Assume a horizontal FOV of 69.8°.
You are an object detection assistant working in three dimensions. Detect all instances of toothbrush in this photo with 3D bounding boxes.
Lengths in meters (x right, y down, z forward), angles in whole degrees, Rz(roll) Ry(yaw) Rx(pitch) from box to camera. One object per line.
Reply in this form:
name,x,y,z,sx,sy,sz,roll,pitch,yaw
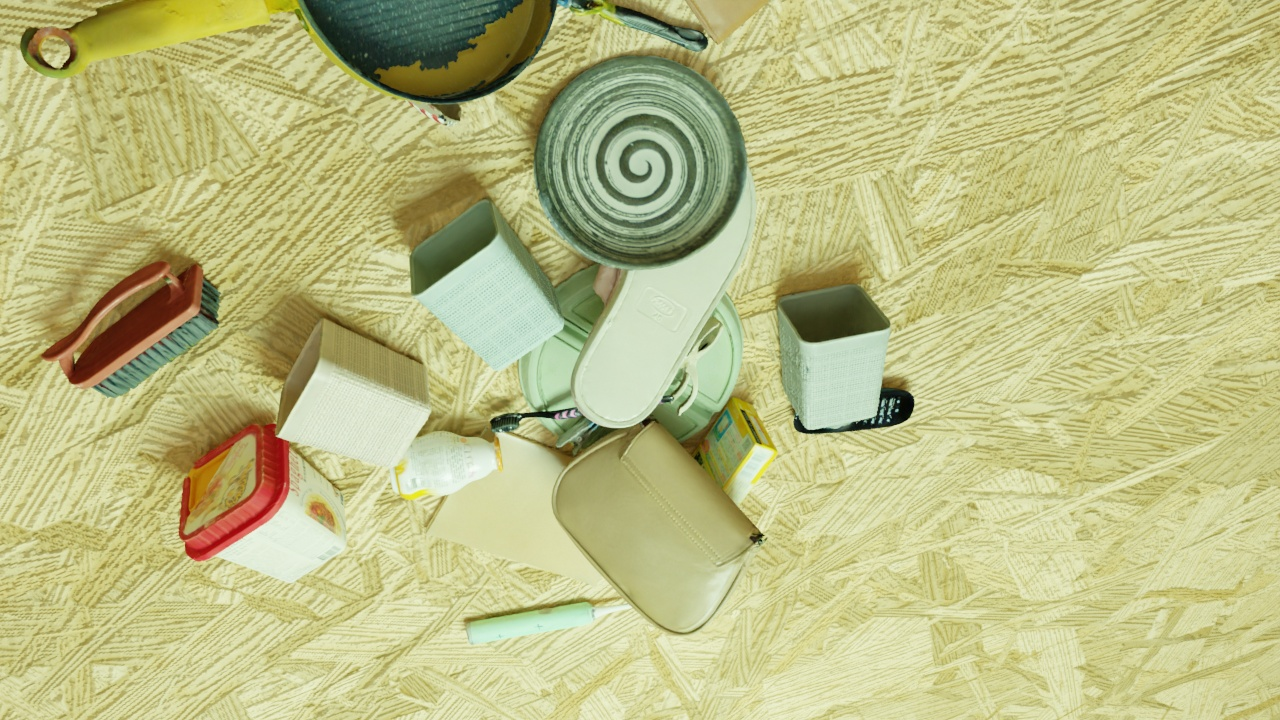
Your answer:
toothbrush,-0.059,0.051,0.884,0.189,0.017,0.014,-8,135,15
toothbrush,-0.090,0.300,1.071,0.224,0.026,0.027,-8,100,-8

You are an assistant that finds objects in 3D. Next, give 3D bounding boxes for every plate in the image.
plate,-0.001,-0.164,0.773,0.179,0.024,0.179,0,91,-2
plate,-0.005,0.005,0.909,0.230,0.027,0.231,-6,123,-10

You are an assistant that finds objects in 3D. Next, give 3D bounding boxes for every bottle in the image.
bottle,-0.191,0.100,0.903,0.108,0.063,0.063,-8,122,-8

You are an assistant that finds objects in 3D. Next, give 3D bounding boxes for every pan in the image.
pan,-0.206,-0.244,0.595,0.356,0.078,0.198,-28,113,-25

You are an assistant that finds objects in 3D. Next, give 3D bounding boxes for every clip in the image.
clip,-0.060,0.069,0.906,0.028,0.024,0.057,34,115,-24
clip,0.043,0.011,0.887,0.099,0.035,0.098,-26,119,-6

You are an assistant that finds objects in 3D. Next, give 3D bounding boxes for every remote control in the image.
remote control,0.229,0.052,0.992,0.136,0.024,0.053,-4,123,-9

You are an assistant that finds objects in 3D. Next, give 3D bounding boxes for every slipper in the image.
slipper,0.018,-0.068,0.823,0.114,0.054,0.274,24,90,-13

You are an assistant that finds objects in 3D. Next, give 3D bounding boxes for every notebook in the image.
notebook,-0.103,0.162,0.993,0.211,0.012,0.150,23,112,-24

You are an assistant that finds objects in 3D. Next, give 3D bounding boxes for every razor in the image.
razor,-0.009,-0.278,0.738,0.142,0.022,0.042,14,73,-24

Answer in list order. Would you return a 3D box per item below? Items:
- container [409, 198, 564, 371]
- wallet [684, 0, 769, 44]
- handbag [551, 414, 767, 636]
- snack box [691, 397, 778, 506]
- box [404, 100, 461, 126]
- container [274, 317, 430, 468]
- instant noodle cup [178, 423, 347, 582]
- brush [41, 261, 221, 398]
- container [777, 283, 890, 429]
container,-0.130,-0.063,0.804,0.090,0.090,0.111,-34,125,9
wallet,0.078,-0.337,0.717,0.131,0.035,0.119,-38,127,11
handbag,0.019,0.159,0.901,0.204,0.099,0.148,47,108,8
snack box,0.083,0.118,0.962,0.033,0.086,0.141,24,113,-24
box,-0.177,-0.256,0.679,0.086,0.075,0.162,-40,120,18
container,-0.258,0.034,0.835,0.111,0.090,0.090,25,112,-28
instant noodle cup,-0.351,0.143,0.871,0.117,0.116,0.124,-32,134,8
brush,-0.430,-0.025,0.773,0.146,0.063,0.069,-33,134,10
container,0.189,-0.001,0.914,0.090,0.090,0.114,-10,126,-6
